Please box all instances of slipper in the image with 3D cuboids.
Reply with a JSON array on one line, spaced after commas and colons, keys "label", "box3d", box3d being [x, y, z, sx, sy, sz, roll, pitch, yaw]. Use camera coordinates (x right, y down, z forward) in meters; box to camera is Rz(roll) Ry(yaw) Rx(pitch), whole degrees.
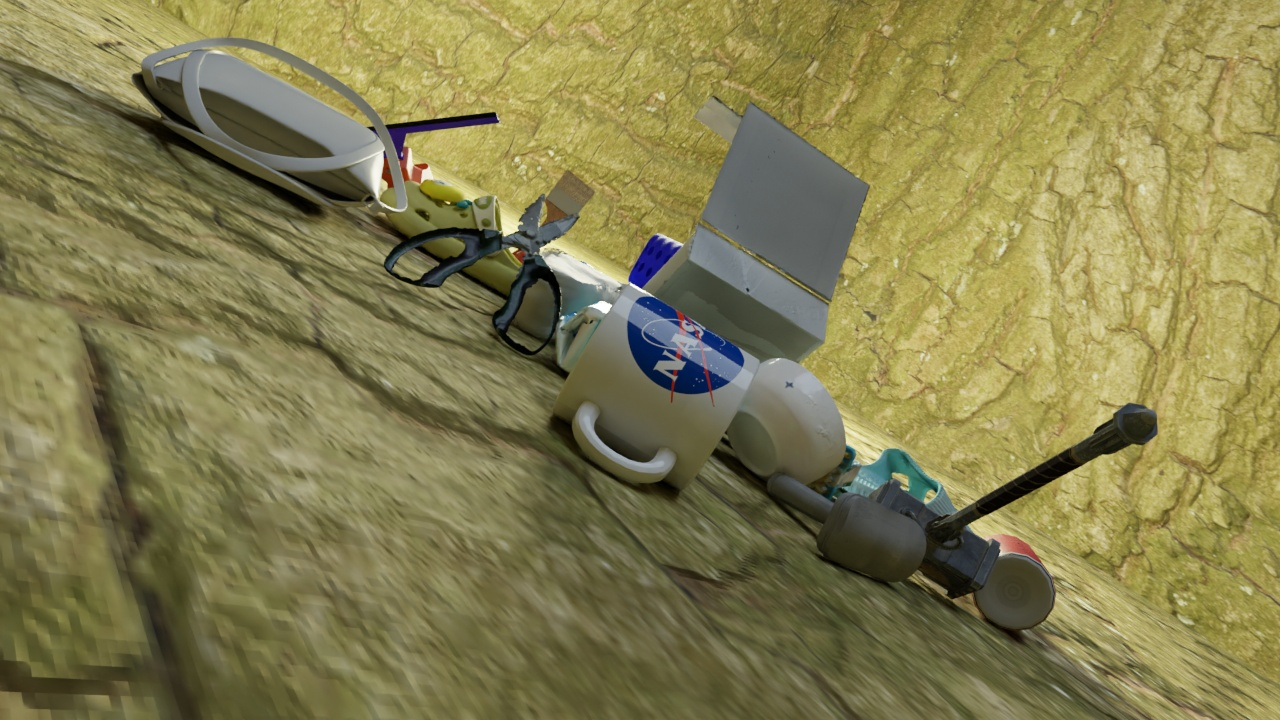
[{"label": "slipper", "box3d": [-0.062, -0.061, 0.880, 0.112, 0.075, 0.246, 40, 12, 1]}, {"label": "slipper", "box3d": [-0.166, -0.128, 0.911, 0.190, 0.082, 0.091, 33, 9, -5]}, {"label": "slipper", "box3d": [0.270, 0.138, 0.935, 0.276, 0.069, 0.116, 26, 11, -34]}]

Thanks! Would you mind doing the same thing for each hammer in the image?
[{"label": "hammer", "box3d": [0.231, 0.088, 0.588, 0.098, 0.044, 0.323, 32, -22, 8]}]

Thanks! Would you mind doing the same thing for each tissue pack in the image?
[{"label": "tissue pack", "box3d": [0.001, 0.007, 0.716, 0.144, 0.062, 0.092, 29, 7, 0]}]

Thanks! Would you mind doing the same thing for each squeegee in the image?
[{"label": "squeegee", "box3d": [-0.241, -0.181, 0.974, 0.250, 0.055, 0.185, -3, -22, 11]}]

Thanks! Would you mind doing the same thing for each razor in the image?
[{"label": "razor", "box3d": [0.132, 0.108, 0.656, 0.088, 0.047, 0.116, 27, 0, -34]}]

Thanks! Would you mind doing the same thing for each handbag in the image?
[{"label": "handbag", "box3d": [-0.280, -0.177, 0.724, 0.215, 0.096, 0.222, 26, 13, -20]}]

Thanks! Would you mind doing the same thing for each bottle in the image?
[{"label": "bottle", "box3d": [0.317, 0.185, 0.796, 0.062, 0.062, 0.176, 33, 7, 17]}]

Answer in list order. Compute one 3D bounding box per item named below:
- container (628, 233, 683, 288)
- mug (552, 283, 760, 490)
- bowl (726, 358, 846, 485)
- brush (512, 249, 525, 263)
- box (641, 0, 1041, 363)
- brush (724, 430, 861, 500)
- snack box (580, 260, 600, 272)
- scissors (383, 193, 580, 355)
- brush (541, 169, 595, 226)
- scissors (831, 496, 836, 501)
[{"label": "container", "box3d": [0.048, -0.104, 1.168, 0.084, 0.085, 0.113, 29, 5, -26]}, {"label": "mug", "box3d": [0.004, 0.024, 0.536, 0.090, 0.091, 0.121, 31, 41, 1]}, {"label": "bowl", "box3d": [0.107, 0.055, 0.732, 0.105, 0.054, 0.105, 41, -33, 35]}, {"label": "brush", "box3d": [-0.119, -0.091, 1.030, 0.030, 0.041, 0.172, 49, -2, -28]}, {"label": "box", "box3d": [0.168, -0.177, 0.914, 0.166, 0.507, 0.148, 30, 11, -16]}, {"label": "brush", "box3d": [0.127, 0.069, 0.825, 0.136, 0.055, 0.075, 34, 15, 29]}, {"label": "snack box", "box3d": [0.010, -0.044, 1.177, 0.195, 0.056, 0.239, 29, 6, -18]}, {"label": "scissors", "box3d": [-0.087, -0.073, 0.732, 0.154, 0.015, 0.208, 40, 43, 15]}, {"label": "brush", "box3d": [-0.119, -0.170, 1.152, 0.045, 0.143, 0.008, 38, 6, -17]}, {"label": "scissors", "box3d": [0.211, 0.147, 0.803, 0.129, 0.019, 0.139, 28, 5, -24]}]
